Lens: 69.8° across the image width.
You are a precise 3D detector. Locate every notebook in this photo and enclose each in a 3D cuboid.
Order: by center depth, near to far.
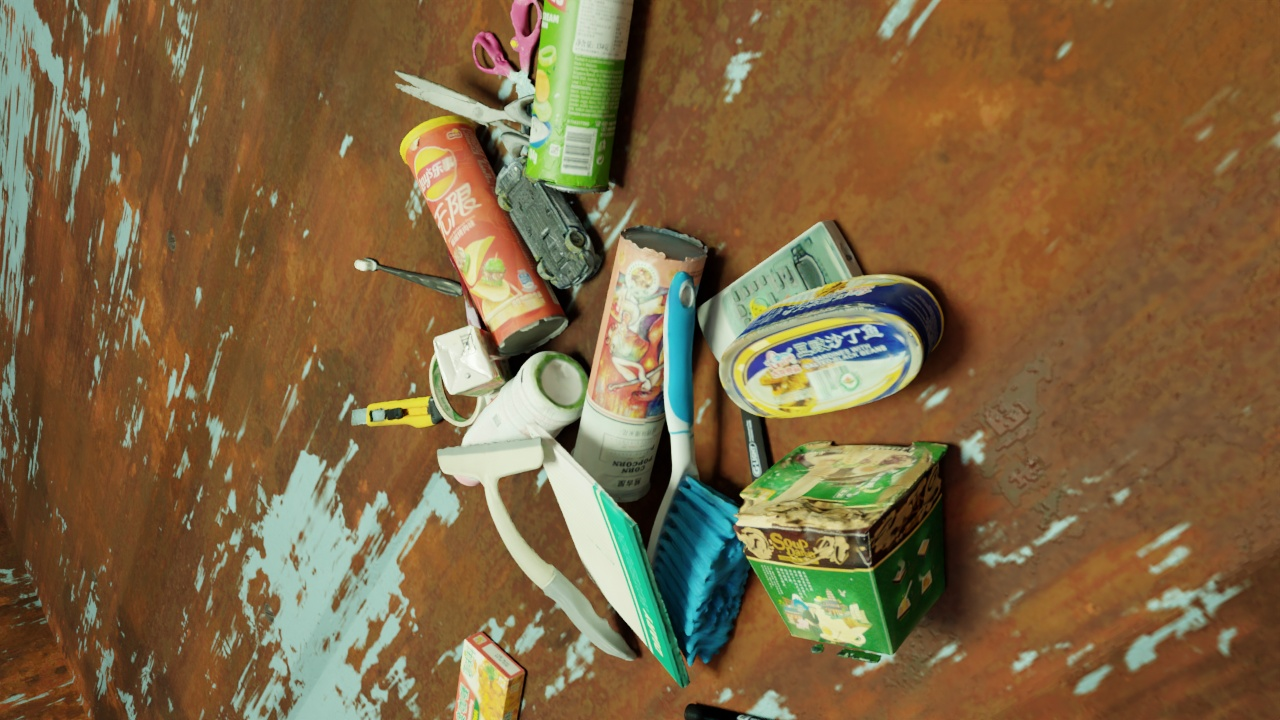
[{"bbox_3d":[-0.023,0.157,0.738,0.150,0.012,0.209,38,153,45],"label":"notebook"}]

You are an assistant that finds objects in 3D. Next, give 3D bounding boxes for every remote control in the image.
[{"bbox_3d":[0.097,-0.043,0.659,0.135,0.019,0.056,-34,77,42],"label":"remote control"}]

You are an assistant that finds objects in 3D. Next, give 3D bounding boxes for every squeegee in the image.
[{"bbox_3d":[-0.082,0.181,0.808,0.246,0.039,0.247,56,151,-12],"label":"squeegee"}]

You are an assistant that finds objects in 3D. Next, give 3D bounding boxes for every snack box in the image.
[{"bbox_3d":[0.140,0.124,0.610,0.118,0.117,0.105,-3,110,46],"label":"snack box"},{"bbox_3d":[-0.169,0.383,1.007,0.077,0.027,0.156,29,119,36],"label":"snack box"}]

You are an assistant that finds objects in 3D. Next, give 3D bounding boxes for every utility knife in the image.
[{"bbox_3d":[-0.281,0.062,1.038,0.198,0.015,0.033,-8,92,44],"label":"utility knife"}]

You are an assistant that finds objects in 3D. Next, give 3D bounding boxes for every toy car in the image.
[{"bbox_3d":[-0.079,-0.119,0.788,0.054,0.036,0.120,-37,84,44],"label":"toy car"}]

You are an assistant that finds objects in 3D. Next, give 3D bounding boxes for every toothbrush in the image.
[{"bbox_3d":[-0.163,-0.029,0.906,0.017,0.016,0.187,-171,67,-81],"label":"toothbrush"},{"bbox_3d":[-0.246,-0.089,0.969,0.181,0.018,0.016,16,108,38],"label":"toothbrush"}]

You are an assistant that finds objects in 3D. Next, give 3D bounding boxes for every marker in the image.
[{"bbox_3d":[0.092,0.089,0.700,0.018,0.015,0.124,-8,93,39],"label":"marker"},{"bbox_3d":[0.090,0.303,0.752,0.132,0.020,0.022,-7,112,44],"label":"marker"}]

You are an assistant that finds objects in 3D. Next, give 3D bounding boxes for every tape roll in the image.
[{"bbox_3d":[-0.187,0.025,0.943,0.086,0.013,0.086,13,109,41],"label":"tape roll"}]

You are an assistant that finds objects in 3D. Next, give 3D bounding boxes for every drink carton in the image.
[{"bbox_3d":[-0.147,0.002,0.835,0.045,0.122,0.053,-20,86,1],"label":"drink carton"}]

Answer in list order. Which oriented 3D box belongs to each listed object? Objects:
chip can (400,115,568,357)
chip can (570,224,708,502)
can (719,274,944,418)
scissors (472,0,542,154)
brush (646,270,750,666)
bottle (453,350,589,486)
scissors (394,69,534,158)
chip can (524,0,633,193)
[{"bbox_3d":[-0.140,-0.113,0.827,0.073,0.073,0.216,-38,76,42],"label":"chip can"},{"bbox_3d":[-0.004,0.004,0.730,0.071,0.071,0.215,30,119,34],"label":"chip can"},{"bbox_3d":[0.123,-0.007,0.608,0.148,0.049,0.074,-16,107,40],"label":"can"},{"bbox_3d":[-0.110,-0.249,0.804,0.124,0.017,0.133,13,113,37],"label":"scissors"},{"bbox_3d":[0.041,0.093,0.703,0.109,0.060,0.315,37,132,38],"label":"brush"},{"bbox_3d":[-0.121,0.063,0.857,0.198,0.068,0.068,-40,73,44],"label":"bottle"},{"bbox_3d":[-0.139,-0.207,0.799,0.174,0.014,0.141,-10,110,27],"label":"scissors"},{"bbox_3d":[-0.042,-0.251,0.701,0.072,0.072,0.236,26,118,36],"label":"chip can"}]
